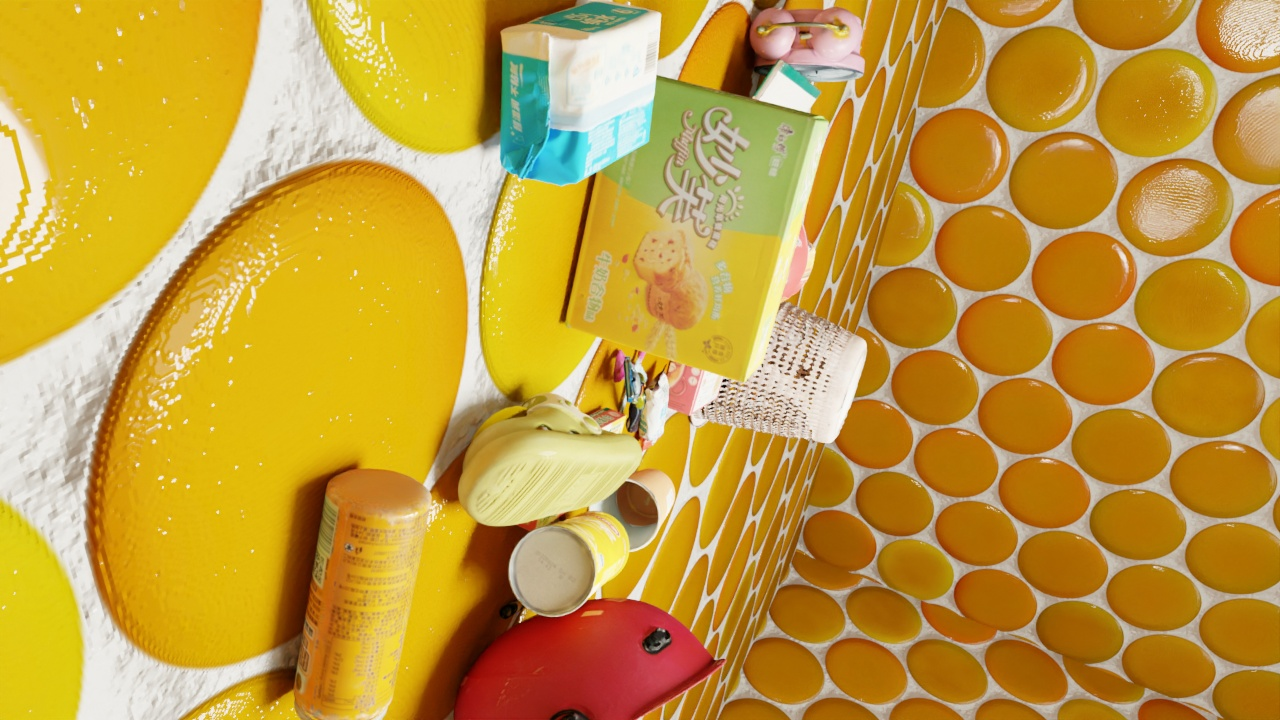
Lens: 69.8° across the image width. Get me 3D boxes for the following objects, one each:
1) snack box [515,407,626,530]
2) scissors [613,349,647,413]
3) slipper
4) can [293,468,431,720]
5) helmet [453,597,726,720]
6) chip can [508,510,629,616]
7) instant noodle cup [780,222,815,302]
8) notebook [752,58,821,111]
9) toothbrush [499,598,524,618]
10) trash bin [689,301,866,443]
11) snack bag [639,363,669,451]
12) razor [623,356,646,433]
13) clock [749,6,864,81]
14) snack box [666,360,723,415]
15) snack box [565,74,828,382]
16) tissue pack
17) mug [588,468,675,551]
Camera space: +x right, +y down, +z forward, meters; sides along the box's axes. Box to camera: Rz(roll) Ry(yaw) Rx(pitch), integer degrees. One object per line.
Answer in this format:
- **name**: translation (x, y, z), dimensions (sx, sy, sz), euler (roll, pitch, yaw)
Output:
- **snack box**: translation (-0.062, 0.095, 0.837), dimensions (0.155, 0.027, 0.077), euler (-22, 130, -67)
- **scissors**: translation (-0.006, 0.006, 0.936), dimensions (0.135, 0.017, 0.133), euler (-24, 135, -70)
- **slipper**: translation (-0.075, 0.072, 0.703), dimensions (0.092, 0.081, 0.190), euler (-49, 153, 18)
- **can**: translation (-0.162, 0.138, 0.530), dimensions (0.058, 0.058, 0.146), euler (-24, 131, -67)
- **helmet**: translation (-0.060, 0.278, 0.783), dimensions (0.240, 0.144, 0.206), euler (-42, 166, 9)
- **chip can**: translation (-0.057, 0.173, 0.803), dimensions (0.213, 0.072, 0.072), euler (45, 65, -82)
- **instant noodle cup**: translation (0.093, -0.106, 0.941), dimensions (0.108, 0.138, 0.138), euler (-34, 140, -49)
- **notebook**: translation (0.135, -0.248, 1.010), dimensions (0.151, 0.012, 0.208), euler (-54, 168, 19)
- **toothbrush**: translation (-0.090, 0.227, 0.906), dimensions (0.012, 0.017, 0.185), euler (-37, 170, 16)
- **trash bin**: translation (0.196, 0.014, 1.259), dimensions (0.227, 0.192, 0.227), euler (20, 89, -73)
- **snack bag**: translation (0.015, 0.057, 1.029), dimensions (0.048, 0.026, 0.104), euler (-57, 158, -55)
- **razor**: translation (-0.005, 0.044, 0.914), dimensions (0.143, 0.022, 0.042), euler (92, -5, -65)
- **clock**: translation (0.177, -0.335, 0.968), dimensions (0.158, 0.117, 0.060), euler (-25, 121, -69)
- **snack box**: translation (0.076, -0.008, 1.116), dimensions (0.113, 0.044, 0.127), euler (-21, 129, -67)
- **snack box**: translation (0.041, -0.105, 0.721), dimensions (0.069, 0.158, 0.210), euler (-36, 141, -67)
- **tissue pack**: translation (-0.037, -0.170, 0.574), dimensions (0.139, 0.063, 0.090), euler (-48, 150, -54)
- **mug**: translation (-0.002, 0.157, 1.012), dimensions (0.122, 0.078, 0.078), euler (-13, 121, -75)
